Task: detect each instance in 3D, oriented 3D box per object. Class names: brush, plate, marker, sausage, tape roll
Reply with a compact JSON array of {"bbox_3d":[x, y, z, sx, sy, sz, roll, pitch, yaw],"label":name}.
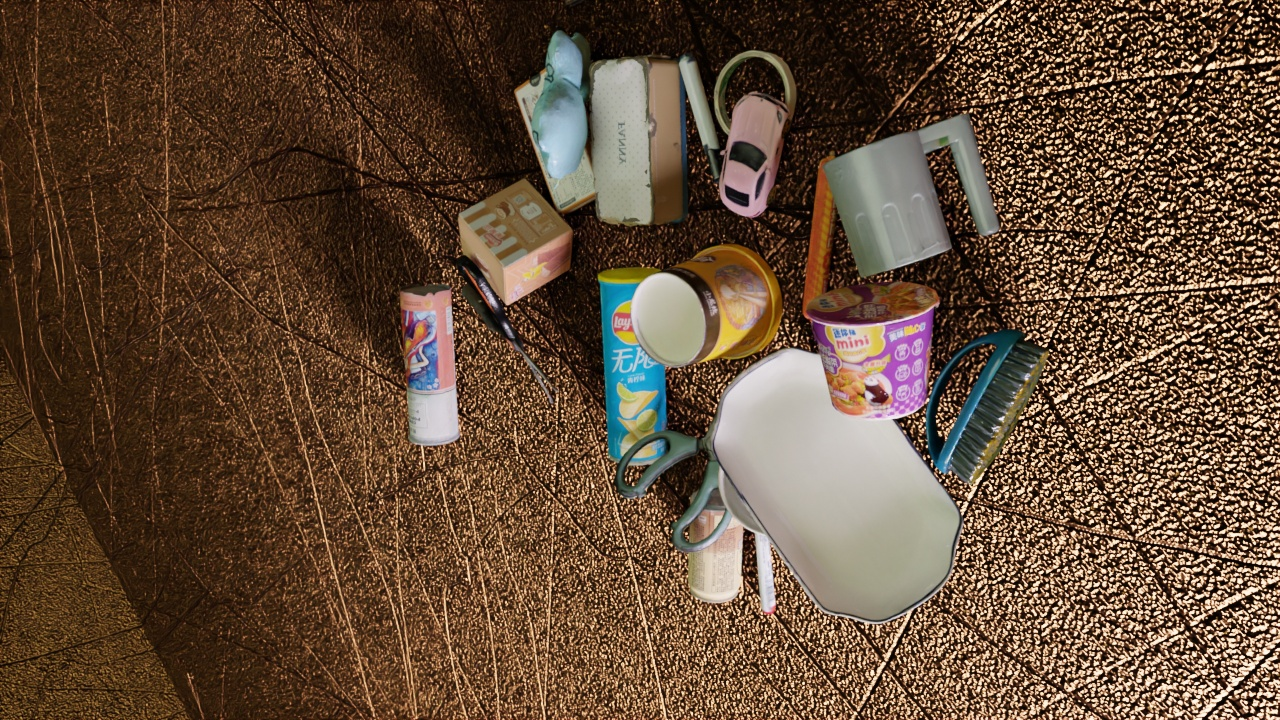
[{"bbox_3d":[0.285,0.035,0.781,0.073,0.055,0.144,34,123,27],"label":"brush"},{"bbox_3d":[0.181,0.115,0.867,0.162,0.034,0.265,-35,77,-1],"label":"plate"},{"bbox_3d":[0.133,0.205,0.992,0.017,0.017,0.145,4,106,40],"label":"marker"},{"bbox_3d":[0.063,-0.241,0.914,0.018,0.022,0.131,-16,94,14],"label":"marker"},{"bbox_3d":[0.170,-0.112,0.860,0.021,0.021,0.165,18,115,36],"label":"sausage"},{"bbox_3d":[0.108,-0.250,0.876,0.086,0.013,0.086,14,112,38],"label":"tape roll"}]

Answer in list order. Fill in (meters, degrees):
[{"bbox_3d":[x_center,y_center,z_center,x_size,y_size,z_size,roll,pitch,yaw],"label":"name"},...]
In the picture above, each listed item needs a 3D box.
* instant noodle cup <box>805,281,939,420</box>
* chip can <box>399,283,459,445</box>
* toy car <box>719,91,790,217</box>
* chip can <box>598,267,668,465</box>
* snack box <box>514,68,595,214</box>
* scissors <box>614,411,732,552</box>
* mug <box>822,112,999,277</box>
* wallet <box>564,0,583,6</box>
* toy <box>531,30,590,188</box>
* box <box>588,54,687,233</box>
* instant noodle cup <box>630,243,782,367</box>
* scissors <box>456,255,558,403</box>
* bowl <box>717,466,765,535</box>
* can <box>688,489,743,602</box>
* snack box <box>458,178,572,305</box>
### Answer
[{"bbox_3d":[0.207,-0.007,0.808,0.112,0.111,0.099,6,114,40],"label":"instant noodle cup"},{"bbox_3d":[-0.288,0.004,1.260,0.071,0.071,0.215,14,111,38],"label":"chip can"},{"bbox_3d":[0.104,-0.192,0.867,0.056,0.037,0.123,27,134,22],"label":"toy car"},{"bbox_3d":[-0.006,0.006,1.015,0.071,0.071,0.210,10,110,39],"label":"chip can"},{"bbox_3d":[-0.087,-0.251,1.037,0.075,0.026,0.153,-19,91,42],"label":"snack box"},{"bbox_3d":[0.044,0.107,0.977,0.172,0.019,0.176,18,82,23],"label":"scissors"},{"bbox_3d":[0.228,-0.137,0.772,0.124,0.083,0.103,-17,93,18],"label":"mug"},{"bbox_3d":[-0.044,-0.435,0.950,0.123,0.020,0.096,-7,103,41],"label":"wallet"},{"bbox_3d":[-0.078,-0.258,0.945,0.050,0.161,0.156,1,106,14],"label":"toy"},{"bbox_3d":[-0.002,-0.219,0.951,0.090,0.062,0.184,13,113,38],"label":"box"},{"bbox_3d":[0.060,-0.050,0.911,0.119,0.114,0.118,14,112,38],"label":"instant noodle cup"},{"bbox_3d":[-0.169,-0.039,1.120,0.221,0.021,0.234,39,161,51],"label":"scissors"},{"bbox_3d":[0.135,0.121,0.921,0.113,0.062,0.113,-1,78,6],"label":"bowl"},{"bbox_3d":[0.082,0.201,1.005,0.059,0.058,0.116,14,112,37],"label":"can"},{"bbox_3d":[-0.144,-0.137,1.060,0.093,0.094,0.077,48,157,19],"label":"snack box"}]
